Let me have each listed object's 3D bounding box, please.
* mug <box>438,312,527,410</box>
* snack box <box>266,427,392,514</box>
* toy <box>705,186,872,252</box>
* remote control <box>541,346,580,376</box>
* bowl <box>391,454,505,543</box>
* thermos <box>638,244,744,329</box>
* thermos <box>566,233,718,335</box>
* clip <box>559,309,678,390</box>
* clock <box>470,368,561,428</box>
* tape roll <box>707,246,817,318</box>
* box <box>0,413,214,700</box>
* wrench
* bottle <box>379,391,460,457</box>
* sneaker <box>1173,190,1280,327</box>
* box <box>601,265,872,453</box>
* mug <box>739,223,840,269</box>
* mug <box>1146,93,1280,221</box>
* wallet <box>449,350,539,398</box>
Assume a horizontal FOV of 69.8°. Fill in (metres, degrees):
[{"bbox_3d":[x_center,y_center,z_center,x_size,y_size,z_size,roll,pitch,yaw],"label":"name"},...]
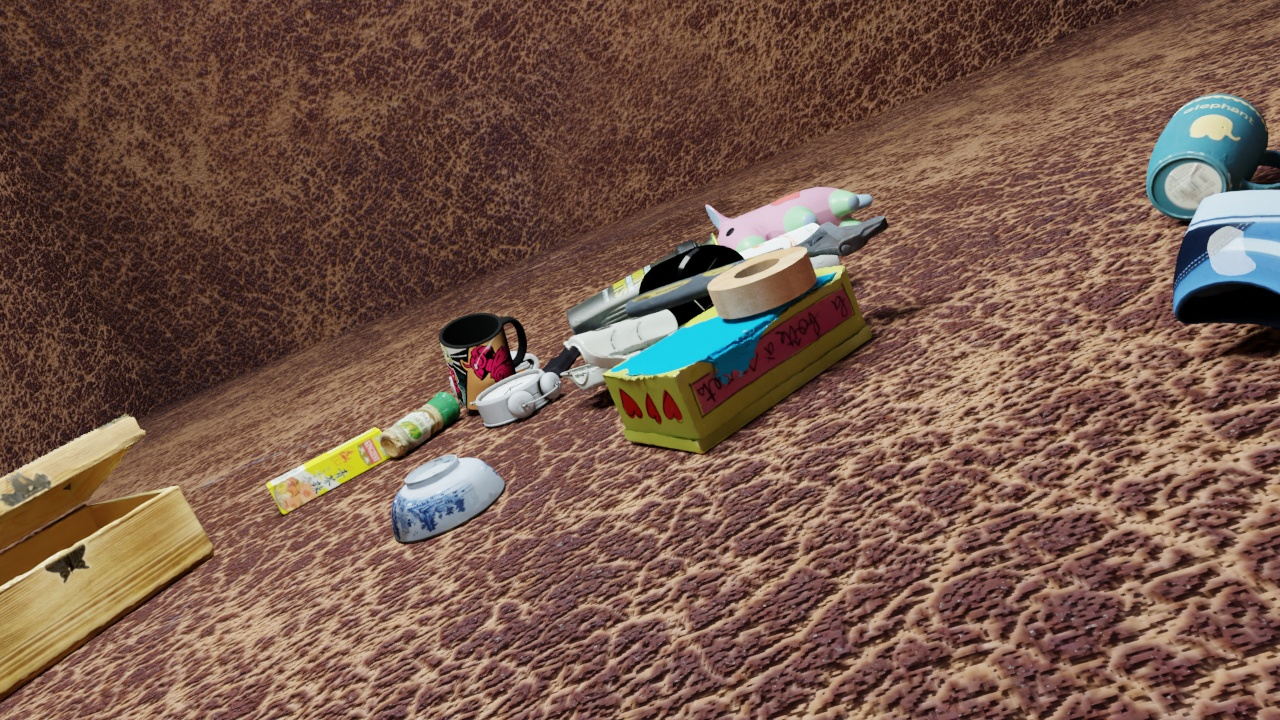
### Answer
[{"bbox_3d":[-0.195,-0.008,1.192,0.082,0.098,0.117,20,44,38],"label":"mug"},{"bbox_3d":[-0.382,0.135,1.133,0.147,0.040,0.029,-29,16,-23],"label":"snack box"},{"bbox_3d":[0.201,-0.181,1.260,0.221,0.120,0.171,-29,25,-21],"label":"toy"},{"bbox_3d":[-0.106,-0.003,1.257,0.032,0.015,0.136,-19,14,17],"label":"remote control"},{"bbox_3d":[-0.187,0.120,0.857,0.114,0.045,0.114,-22,14,5],"label":"bowl"},{"bbox_3d":[0.063,-0.082,1.036,0.086,0.086,0.199,-26,5,-13],"label":"thermos"},{"bbox_3d":[0.016,-0.081,1.213,0.221,0.098,0.098,-26,13,7],"label":"thermos"},{"bbox_3d":[-0.008,-0.017,0.982,0.126,0.101,0.152,-20,6,-29],"label":"clip"},{"bbox_3d":[-0.146,0.043,1.105,0.094,0.035,0.123,-34,16,-38],"label":"clock"},{"bbox_3d":[0.108,-0.069,0.816,0.094,0.027,0.094,-22,15,6],"label":"tape roll"},{"bbox_3d":[-0.679,0.219,1.000,0.252,0.192,0.278,-16,17,36],"label":"box"},{"bbox_3d":[0.107,-0.089,0.897,0.274,0.022,0.073,-17,22,23],"label":"wrench"},{"bbox_3d":[-0.280,0.081,1.165,0.043,0.043,0.110,-11,18,40],"label":"bottle"},{"bbox_3d":[0.404,-0.033,0.470,0.242,0.083,0.098,9,72,52],"label":"sneaker"},{"bbox_3d":[0.087,-0.003,0.827,0.220,0.079,0.125,-34,18,-30],"label":"box"},{"bbox_3d":[0.164,-0.100,1.048,0.105,0.082,0.082,-23,14,-6],"label":"mug"},{"bbox_3d":[0.497,-0.166,0.785,0.112,0.085,0.104,22,46,31],"label":"mug"},{"bbox_3d":[-0.203,0.022,1.285,0.118,0.037,0.115,-25,13,-20],"label":"wallet"}]
